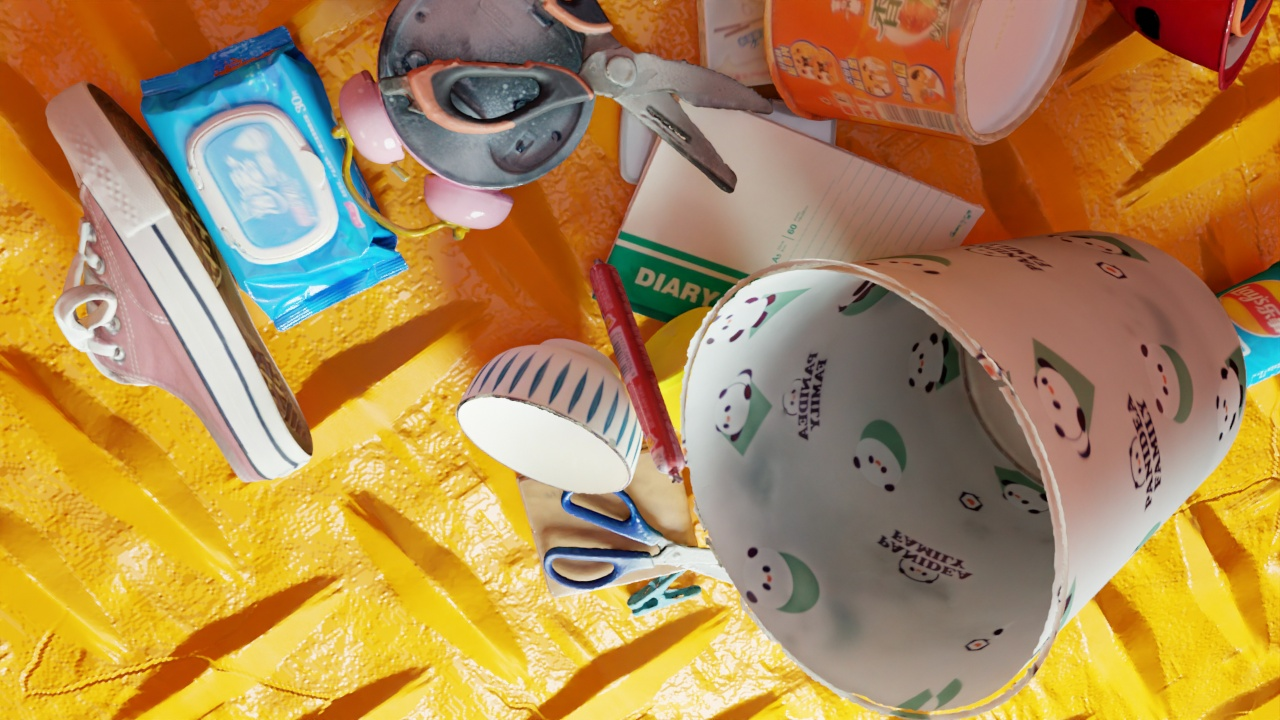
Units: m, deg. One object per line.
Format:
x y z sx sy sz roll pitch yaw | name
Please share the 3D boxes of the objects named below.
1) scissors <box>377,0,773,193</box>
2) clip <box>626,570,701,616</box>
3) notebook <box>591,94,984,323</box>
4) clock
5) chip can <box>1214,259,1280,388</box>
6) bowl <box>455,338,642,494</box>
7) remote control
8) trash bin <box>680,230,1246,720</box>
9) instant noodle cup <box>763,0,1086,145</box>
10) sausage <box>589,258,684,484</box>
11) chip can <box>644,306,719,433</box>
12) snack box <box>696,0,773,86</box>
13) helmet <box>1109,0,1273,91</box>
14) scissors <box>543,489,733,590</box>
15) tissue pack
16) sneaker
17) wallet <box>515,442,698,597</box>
-0.033 -0.162 0.491 0.223 0.015 0.189 -21 105 -15 | scissors
0.016 0.171 0.679 0.055 0.013 0.037 -27 111 -1 | clip
0.091 -0.070 0.588 0.209 0.012 0.151 17 120 -15 | notebook
-0.100 -0.141 0.513 0.117 0.060 0.158 39 86 -21 | clock
0.378 0.004 0.646 0.210 0.071 0.071 -26 111 1 | chip can
-0.050 0.029 0.578 0.116 0.117 0.066 33 59 -18 | bowl
0.054 -0.136 0.571 0.136 0.020 0.056 0 109 -7 | remote control
0.190 0.035 0.514 0.251 0.230 0.230 -17 114 -35 | trash bin
0.156 -0.188 0.487 0.151 0.111 0.152 -27 133 -33 | instant noodle cup
-0.003 0.003 0.549 0.020 0.020 0.155 -18 67 -3 | sausage
0.083 0.063 0.614 0.072 0.072 0.213 -38 113 5 | chip can
0.074 -0.242 0.535 0.084 0.027 0.157 -8 110 -7 | snack box
0.313 -0.284 0.488 0.206 0.144 0.241 -22 138 -46 | helmet
0.016 0.126 0.641 0.170 0.012 0.144 -17 110 1 | scissors
-0.208 -0.100 0.527 0.095 0.052 0.157 -22 111 -1 | tissue pack
-0.275 -0.029 0.514 0.087 0.118 0.241 -25 108 -10 | sneaker
-0.021 0.113 0.650 0.115 0.020 0.101 -14 109 -1 | wallet
